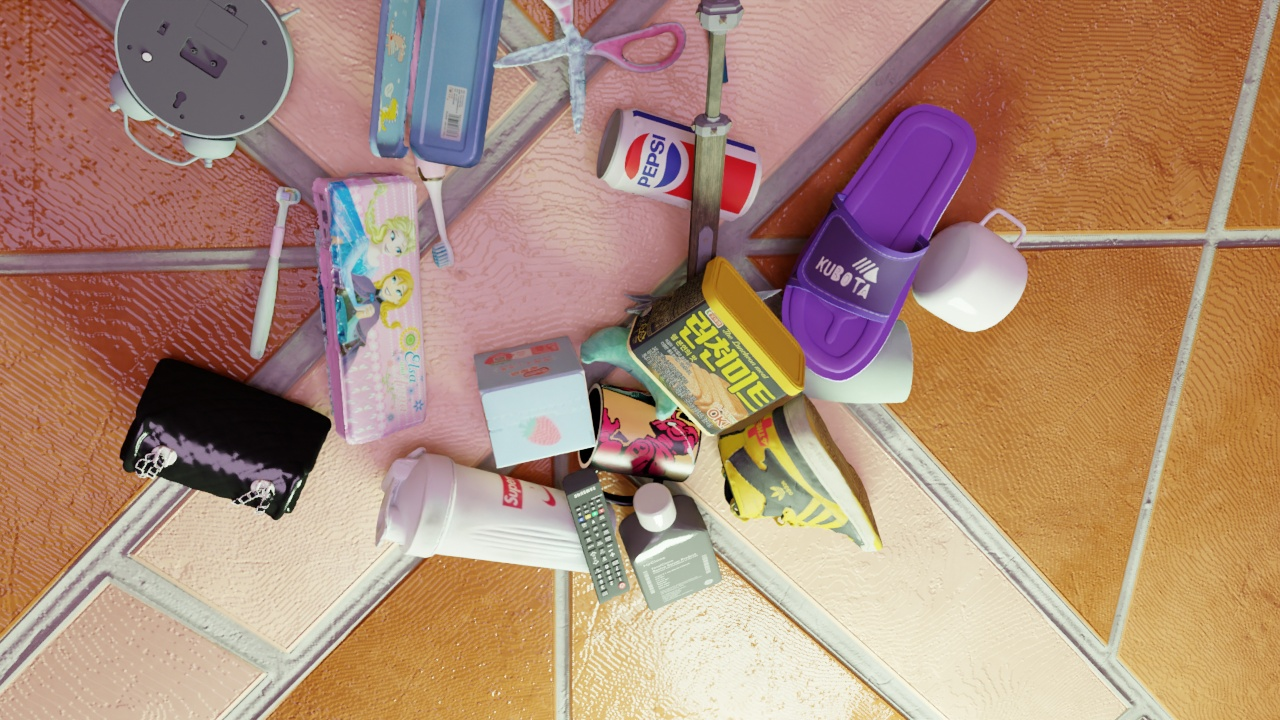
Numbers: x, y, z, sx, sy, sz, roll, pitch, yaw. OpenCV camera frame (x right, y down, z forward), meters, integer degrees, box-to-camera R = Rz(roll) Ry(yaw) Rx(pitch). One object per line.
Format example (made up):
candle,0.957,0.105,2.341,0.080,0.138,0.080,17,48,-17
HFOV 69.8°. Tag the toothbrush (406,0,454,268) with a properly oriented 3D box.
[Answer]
toothbrush,-0.180,-0.186,0.770,0.026,0.027,0.223,-20,115,-34

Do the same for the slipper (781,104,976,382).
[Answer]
slipper,0.211,-0.113,0.821,0.107,0.084,0.266,30,91,14

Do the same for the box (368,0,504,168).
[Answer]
box,-0.163,-0.260,0.716,0.124,0.043,0.209,-7,111,-53

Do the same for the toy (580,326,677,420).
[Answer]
toy,-0.005,0.005,0.854,0.105,0.084,0.033,34,126,-3

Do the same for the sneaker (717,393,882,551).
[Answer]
sneaker,0.159,0.138,0.937,0.122,0.085,0.238,-23,129,17

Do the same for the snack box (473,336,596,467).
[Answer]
snack box,-0.097,0.036,0.835,0.093,0.094,0.079,-12,112,-9

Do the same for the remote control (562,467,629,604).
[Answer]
remote control,-0.041,0.168,0.863,0.033,0.015,0.147,-21,115,-16

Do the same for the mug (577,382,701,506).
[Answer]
mug,-0.006,0.086,0.882,0.098,0.082,0.118,10,108,-16

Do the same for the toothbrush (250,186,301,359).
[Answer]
toothbrush,-0.316,-0.073,0.788,0.022,0.015,0.155,-1,114,-50

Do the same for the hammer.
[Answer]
hammer,0.059,-0.149,0.753,0.147,0.028,0.318,-6,140,-5

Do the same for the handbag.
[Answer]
handbag,-0.359,0.085,0.776,0.153,0.125,0.115,27,102,-21

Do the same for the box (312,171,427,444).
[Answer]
box,-0.241,-0.048,0.803,0.084,0.071,0.231,-16,116,-41

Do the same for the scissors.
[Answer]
scissors,-0.046,-0.282,0.765,0.170,0.013,0.177,-18,107,-14

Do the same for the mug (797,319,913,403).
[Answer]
mug,0.204,-0.013,0.899,0.104,0.084,0.111,-1,88,1

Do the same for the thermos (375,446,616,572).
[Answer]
thermos,-0.137,0.149,0.877,0.220,0.099,0.099,15,106,-24

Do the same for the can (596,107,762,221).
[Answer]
can,0.034,-0.171,0.802,0.132,0.070,0.070,13,106,-17

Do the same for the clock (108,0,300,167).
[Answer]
clock,-0.339,-0.226,0.710,0.122,0.045,0.159,32,101,-21

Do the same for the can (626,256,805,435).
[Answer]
can,0.067,-0.009,0.815,0.101,0.072,0.131,-33,112,29

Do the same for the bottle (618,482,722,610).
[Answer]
bottle,0.026,0.179,0.903,0.083,0.046,0.174,-22,141,-4

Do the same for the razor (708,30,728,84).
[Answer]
razor,0.061,-0.309,0.784,0.042,0.022,0.144,-13,113,-7

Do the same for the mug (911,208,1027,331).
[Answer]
mug,0.321,-0.090,0.883,0.068,0.094,0.116,27,109,-19
